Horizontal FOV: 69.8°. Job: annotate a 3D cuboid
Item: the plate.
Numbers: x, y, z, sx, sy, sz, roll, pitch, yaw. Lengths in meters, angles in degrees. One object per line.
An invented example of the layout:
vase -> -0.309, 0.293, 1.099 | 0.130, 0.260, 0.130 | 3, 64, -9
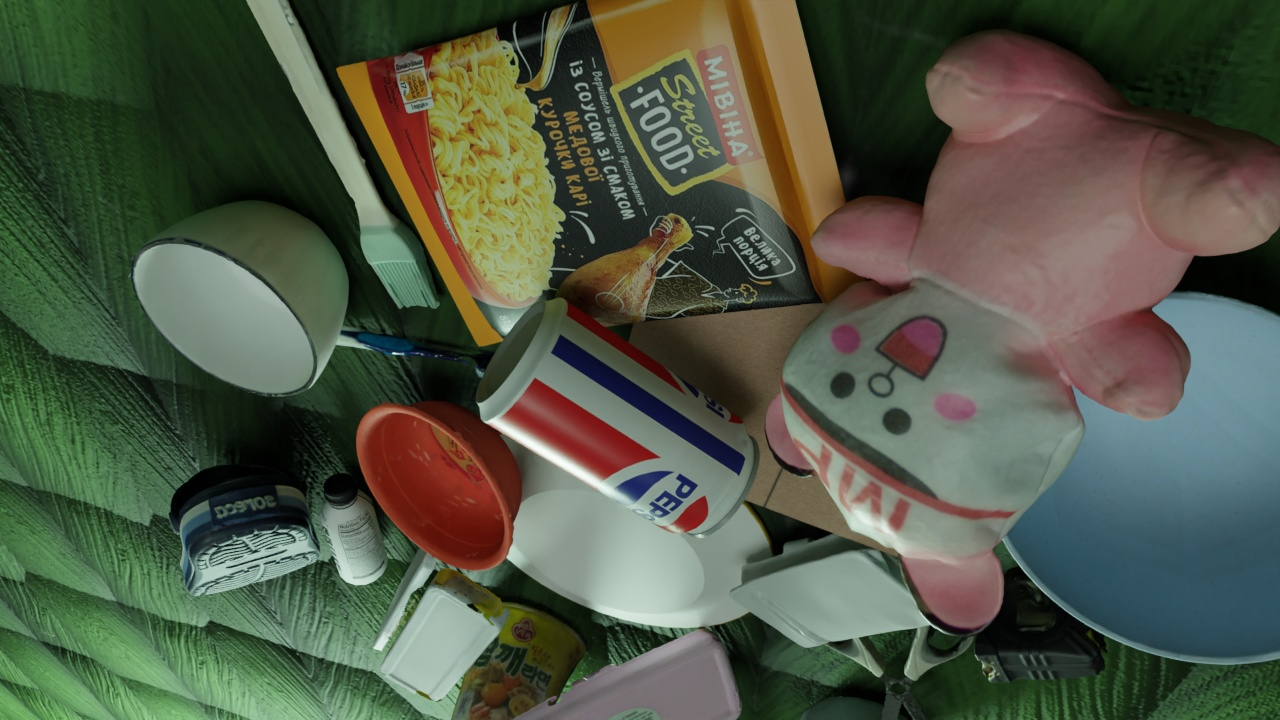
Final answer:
plate -> -0.020, 0.128, 0.643 | 0.230, 0.021, 0.230 | 13, 137, 12

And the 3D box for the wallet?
wallet -> 0.122, 0.144, 0.578 | 0.086, 0.032, 0.116 | 44, 135, -19

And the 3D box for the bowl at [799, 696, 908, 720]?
bowl -> 0.171, 0.294, 0.712 | 0.106, 0.039, 0.106 | 13, 137, 12

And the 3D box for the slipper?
slipper -> -0.312, 0.122, 0.723 | 0.253, 0.105, 0.095 | -39, 68, 59

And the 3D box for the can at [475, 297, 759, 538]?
can -> -0.010, 0.030, 0.458 | 0.132, 0.070, 0.070 | 34, 137, -19

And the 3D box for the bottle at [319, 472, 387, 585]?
bottle -> -0.229, 0.132, 0.727 | 0.041, 0.041, 0.116 | 15, 137, 10

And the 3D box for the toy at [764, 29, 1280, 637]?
toy -> 0.130, -0.008, 0.357 | 0.142, 0.084, 0.214 | 39, 121, 29

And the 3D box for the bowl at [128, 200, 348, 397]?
bowl -> -0.222, -0.041, 0.532 | 0.116, 0.065, 0.116 | 13, 136, 12

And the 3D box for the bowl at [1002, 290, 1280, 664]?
bowl -> 0.231, 0.041, 0.387 | 0.151, 0.074, 0.151 | 11, 107, 39

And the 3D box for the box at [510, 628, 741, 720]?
box -> -0.029, 0.279, 0.706 | 0.103, 0.201, 0.101 | -2, 107, 69

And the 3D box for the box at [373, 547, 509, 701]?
box -> -0.155, 0.192, 0.727 | 0.084, 0.079, 0.211 | 30, 138, -5

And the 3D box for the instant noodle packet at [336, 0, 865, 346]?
instant noodle packet -> -0.021, -0.082, 0.421 | 0.221, 0.032, 0.160 | -5, 124, 28

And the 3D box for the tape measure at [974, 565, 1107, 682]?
tape measure -> 0.227, 0.146, 0.520 | 0.067, 0.062, 0.038 | -14, 126, 35

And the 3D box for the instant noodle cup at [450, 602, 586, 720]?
instant noodle cup -> -0.110, 0.272, 0.765 | 0.102, 0.108, 0.102 | 13, 139, 11

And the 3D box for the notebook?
notebook -> 0.091, 0.030, 0.486 | 0.209, 0.008, 0.142 | 20, 127, 4

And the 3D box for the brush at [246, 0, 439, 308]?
brush -> -0.156, -0.114, 0.470 | 0.033, 0.012, 0.218 | 1, 132, 23

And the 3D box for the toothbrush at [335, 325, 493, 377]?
toothbrush -> -0.161, -0.008, 0.576 | 0.189, 0.016, 0.017 | 10, 146, 14

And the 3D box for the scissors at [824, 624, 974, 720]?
scissors -> 0.171, 0.205, 0.621 | 0.169, 0.012, 0.158 | 35, 128, 4

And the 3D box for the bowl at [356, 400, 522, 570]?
bowl -> -0.124, 0.074, 0.607 | 0.131, 0.045, 0.131 | 19, 129, 25
